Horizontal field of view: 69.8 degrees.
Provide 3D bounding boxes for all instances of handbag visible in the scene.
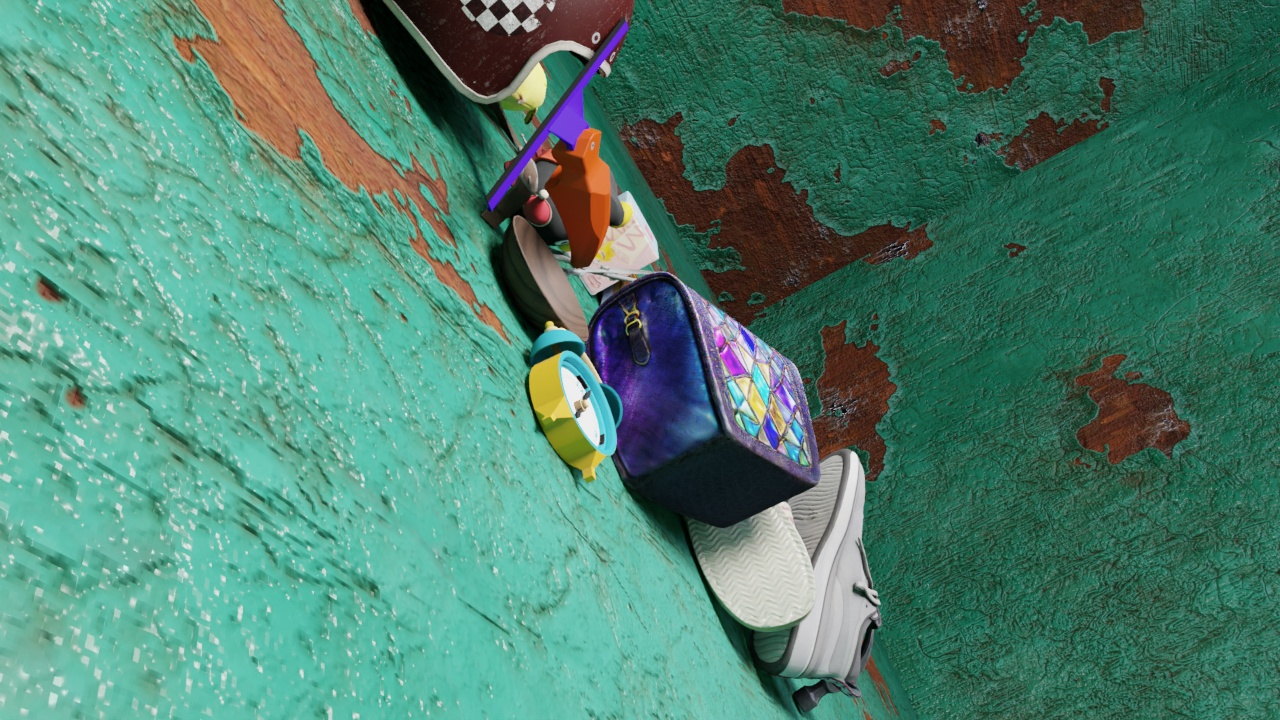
[{"bbox_3d":[0.058,0.027,0.871,0.204,0.126,0.221,30,38,-45],"label":"handbag"}]

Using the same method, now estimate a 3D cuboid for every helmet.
[{"bbox_3d":[-0.125,-0.318,0.826,0.234,0.253,0.233,47,6,-29],"label":"helmet"}]

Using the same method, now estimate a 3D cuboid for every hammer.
[{"bbox_3d":[0.141,0.221,1.023,0.333,0.118,0.025,57,1,1],"label":"hammer"}]

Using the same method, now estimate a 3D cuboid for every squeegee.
[{"bbox_3d":[-0.052,-0.147,0.795,0.185,0.055,0.248,94,20,-54],"label":"squeegee"}]

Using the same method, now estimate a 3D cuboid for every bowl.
[{"bbox_3d":[-0.087,-0.061,0.771,0.119,0.032,0.119,59,9,-16],"label":"bowl"}]

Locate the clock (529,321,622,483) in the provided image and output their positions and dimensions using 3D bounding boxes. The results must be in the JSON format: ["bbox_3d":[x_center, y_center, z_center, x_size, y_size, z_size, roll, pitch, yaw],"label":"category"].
[{"bbox_3d":[-0.049,0.029,0.694,0.099,0.044,0.129,57,17,-27],"label":"clock"}]

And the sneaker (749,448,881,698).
[{"bbox_3d":[0.210,0.222,0.973,0.128,0.097,0.262,33,59,-22],"label":"sneaker"}]

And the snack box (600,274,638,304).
[{"bbox_3d":[0.012,-0.023,1.167,0.186,0.032,0.100,57,20,-28],"label":"snack box"}]

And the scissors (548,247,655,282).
[{"bbox_3d":[-0.046,-0.086,0.897,0.142,0.014,0.164,20,19,18],"label":"scissors"}]

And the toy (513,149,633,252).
[{"bbox_3d":[-0.080,-0.157,0.909,0.118,0.098,0.100,-41,123,-39],"label":"toy"}]

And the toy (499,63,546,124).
[{"bbox_3d":[-0.174,-0.370,1.059,0.149,0.084,0.213,26,37,-63],"label":"toy"}]

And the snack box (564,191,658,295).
[{"bbox_3d":[-0.036,-0.142,1.106,0.079,0.095,0.093,60,9,-17],"label":"snack box"}]

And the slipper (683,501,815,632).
[{"bbox_3d":[0.099,0.158,0.943,0.052,0.115,0.262,80,-10,-52],"label":"slipper"}]

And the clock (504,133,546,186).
[{"bbox_3d":[-0.105,-0.188,1.018,0.087,0.044,0.124,66,11,27],"label":"clock"}]
